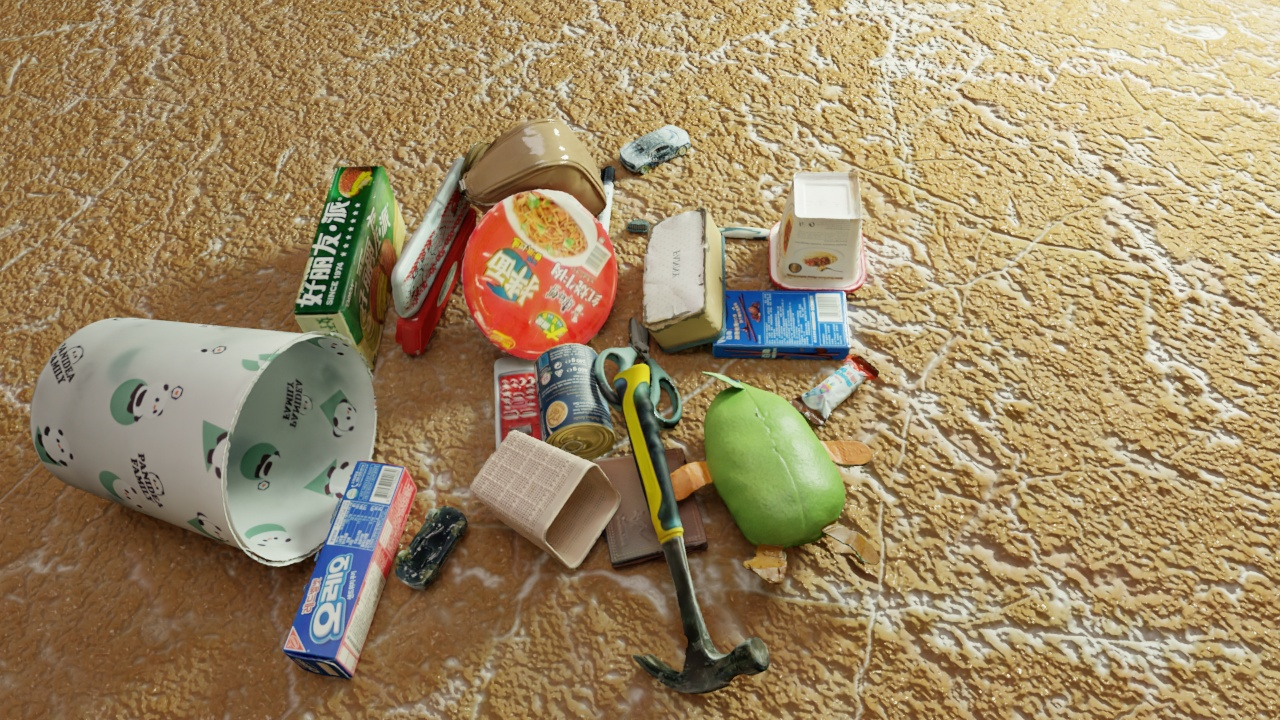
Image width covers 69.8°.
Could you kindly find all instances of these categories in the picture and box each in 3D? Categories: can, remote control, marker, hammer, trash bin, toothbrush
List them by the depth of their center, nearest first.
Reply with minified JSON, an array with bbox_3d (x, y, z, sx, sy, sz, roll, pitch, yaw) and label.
[{"bbox_3d":[0.022,0.153,0.876,0.126,0.032,0.322,-32,58,28],"label":"hammer"},{"bbox_3d":[-0.436,0.066,0.920,0.252,0.230,0.229,9,55,16],"label":"trash bin"},{"bbox_3d":[-0.073,0.045,0.996,0.075,0.075,0.111,-10,54,-4],"label":"can"},{"bbox_3d":[-0.136,0.051,1.029,0.056,0.020,0.135,-7,54,-1],"label":"remote control"},{"bbox_3d":[0.076,-0.169,1.178,0.192,0.018,0.016,3,54,6],"label":"toothbrush"},{"bbox_3d":[-0.048,-0.208,1.213,0.023,0.018,0.130,-3,53,12],"label":"marker"}]

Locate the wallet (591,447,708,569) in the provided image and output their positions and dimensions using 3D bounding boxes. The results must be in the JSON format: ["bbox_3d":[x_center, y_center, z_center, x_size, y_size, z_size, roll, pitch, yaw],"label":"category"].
[{"bbox_3d":[0.007,0.149,0.946,0.101,0.032,0.124,-12,54,-3],"label":"wallet"}]

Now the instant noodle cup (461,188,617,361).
[{"bbox_3d":[-0.124,-0.098,1.062,0.193,0.194,0.066,-36,22,-21],"label":"instant noodle cup"}]

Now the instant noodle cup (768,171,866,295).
[{"bbox_3d":[0.214,-0.154,1.094,0.117,0.124,0.116,2,54,5],"label":"instant noodle cup"}]

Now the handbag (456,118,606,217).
[{"bbox_3d":[-0.127,-0.218,1.110,0.148,0.204,0.099,-23,76,7],"label":"handbag"}]

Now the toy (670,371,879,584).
[{"bbox_3d":[0.134,0.116,0.926,0.226,0.090,0.246,-7,49,-16],"label":"toy"}]

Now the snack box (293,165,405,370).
[{"bbox_3d":[-0.343,-0.113,1.100,0.063,0.115,0.239,-1,53,3],"label":"snack box"}]

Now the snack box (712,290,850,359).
[{"bbox_3d":[0.163,-0.043,1.076,0.157,0.026,0.084,1,54,4],"label":"snack box"}]

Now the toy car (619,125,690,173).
[{"bbox_3d":[0.021,-0.294,1.263,0.105,0.031,0.049,-29,59,-18],"label":"toy car"}]

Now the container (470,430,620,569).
[{"bbox_3d":[-0.098,0.134,0.913,0.111,0.090,0.090,23,68,32],"label":"container"}]

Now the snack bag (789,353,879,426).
[{"bbox_3d":[0.217,0.031,1.021,0.105,0.026,0.045,-37,64,-19],"label":"snack bag"}]

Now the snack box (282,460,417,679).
[{"bbox_3d":[-0.282,0.202,0.905,0.057,0.058,0.207,6,54,7],"label":"snack box"}]

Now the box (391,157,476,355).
[{"bbox_3d":[-0.239,-0.122,1.076,0.038,0.158,0.200,18,56,-1],"label":"box"}]

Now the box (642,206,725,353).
[{"bbox_3d":[0.052,-0.092,1.083,0.090,0.059,0.183,-13,53,25],"label":"box"}]

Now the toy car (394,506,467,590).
[{"bbox_3d":[-0.209,0.189,0.925,0.043,0.034,0.090,17,55,18],"label":"toy car"}]

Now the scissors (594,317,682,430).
[{"bbox_3d":[-0.012,0.000,1.026,0.139,0.019,0.179,20,39,-29],"label":"scissors"}]
